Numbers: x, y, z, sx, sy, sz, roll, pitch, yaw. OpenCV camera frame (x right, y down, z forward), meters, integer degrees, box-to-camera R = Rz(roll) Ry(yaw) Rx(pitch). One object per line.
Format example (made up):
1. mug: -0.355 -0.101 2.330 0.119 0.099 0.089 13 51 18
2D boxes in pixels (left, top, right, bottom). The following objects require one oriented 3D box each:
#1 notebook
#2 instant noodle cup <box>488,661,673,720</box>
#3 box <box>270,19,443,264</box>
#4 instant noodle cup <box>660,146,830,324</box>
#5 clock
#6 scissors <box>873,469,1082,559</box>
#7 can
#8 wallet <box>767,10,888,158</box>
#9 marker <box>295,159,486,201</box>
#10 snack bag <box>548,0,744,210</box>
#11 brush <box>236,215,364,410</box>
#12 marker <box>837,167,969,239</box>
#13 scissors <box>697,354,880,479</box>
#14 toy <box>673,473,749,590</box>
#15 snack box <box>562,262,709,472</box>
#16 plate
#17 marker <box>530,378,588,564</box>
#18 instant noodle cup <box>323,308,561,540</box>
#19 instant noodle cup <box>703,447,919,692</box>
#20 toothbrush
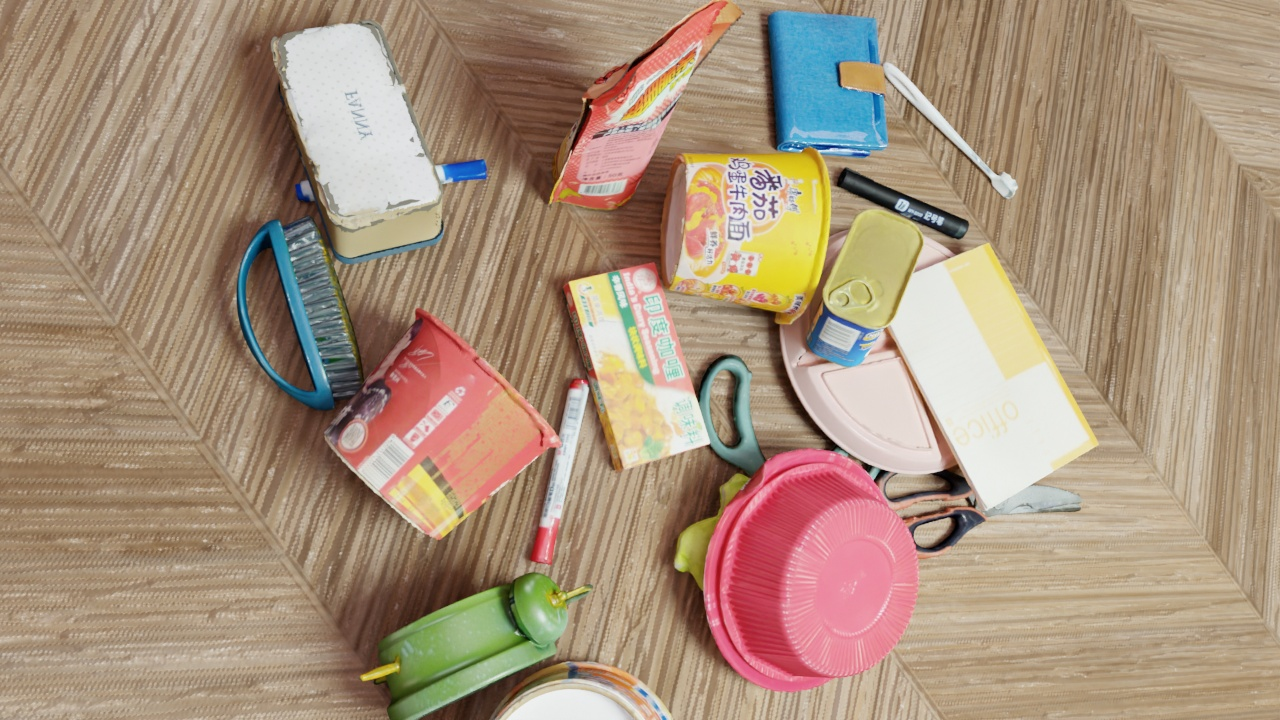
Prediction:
1. notebook: 0.300 0.008 0.798 0.145 0.010 0.206 -22 81 -24
2. instant noodle cup: -0.043 0.274 0.605 0.151 0.111 0.151 0 70 0
3. box: -0.205 -0.158 0.676 0.089 0.064 0.184 -15 75 -19
4. instant noodle cup: 0.078 -0.105 0.734 0.109 0.138 0.138 4 78 -8
5. clock: -0.105 0.191 0.624 0.161 0.116 0.056 -21 75 -17
6. scissors: 0.302 0.140 0.811 0.209 0.015 0.182 37 70 -7
7. can: 0.175 -0.055 0.728 0.057 0.083 0.102 23 68 8
8. wallet: 0.172 -0.254 0.841 0.106 0.040 0.133 0 79 -12
9. marker: -0.192 -0.141 0.716 0.145 0.017 0.017 -12 82 -19
10. snack bag: -0.010 -0.180 0.678 0.128 0.208 0.073 -38 90 -19
11. brush: -0.247 -0.032 0.656 0.073 0.055 0.144 -16 84 -21
12. marker: 0.243 -0.145 0.849 0.132 0.020 0.022 20 44 -11
13. scissors: 0.127 0.064 0.771 0.169 0.019 0.174 -19 84 -21
14. toy: 0.077 0.140 0.722 0.096 0.031 0.100 13 86 -13
15. snack box: -0.004 0.004 0.738 0.077 0.027 0.155 -15 84 -20
16. plate: 0.230 -0.016 0.803 0.229 0.028 0.229 5 72 -17
17. marker: -0.061 0.084 0.710 0.017 0.017 0.145 15 75 -14
18. instant noodle cup: -0.143 0.047 0.636 0.138 0.138 0.108 45 78 -4
19. instant noodle cup: 0.144 0.167 0.703 0.193 0.066 0.194 -1 93 -27
20. toothbrush: 0.298 -0.223 0.883 0.180 0.016 0.016 43 63 -5
